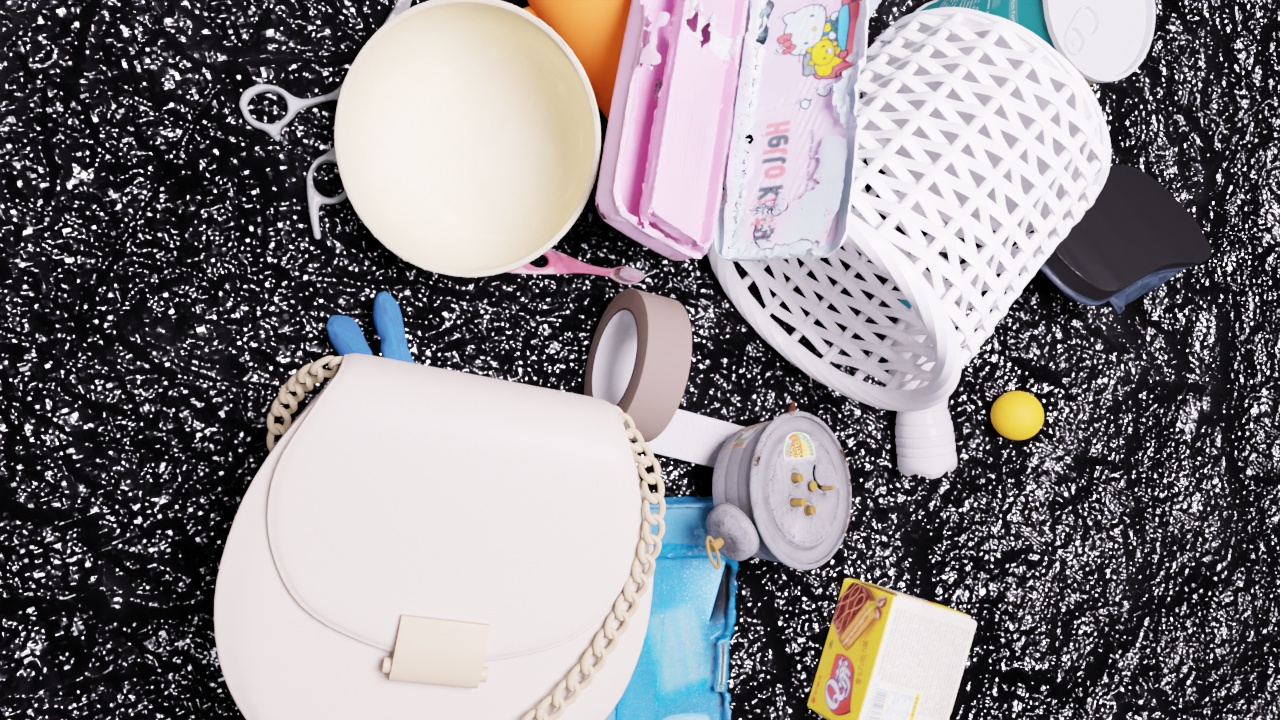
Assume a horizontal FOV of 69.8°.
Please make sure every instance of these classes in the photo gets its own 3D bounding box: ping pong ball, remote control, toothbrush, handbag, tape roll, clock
[{"bbox_3d":[0.306,0.045,0.746,0.040,0.040,0.040,-1,92,-24],"label":"ping pong ball"},{"bbox_3d":[0.061,0.061,0.654,0.130,0.012,0.033,16,83,-23],"label":"remote control"},{"bbox_3d":[-0.059,-0.064,0.595,0.134,0.016,0.021,7,89,-24],"label":"toothbrush"},{"bbox_3d":[-0.103,0.110,0.483,0.210,0.103,0.208,11,90,-16],"label":"handbag"},{"bbox_3d":[-0.003,0.003,0.579,0.030,0.094,0.093,13,86,-24],"label":"tape roll"},{"bbox_3d":[0.088,0.093,0.611,0.147,0.056,0.104,-32,104,-40],"label":"clock"}]

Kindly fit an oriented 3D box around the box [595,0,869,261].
[{"bbox_3d":[0.057,-0.155,0.504,0.111,0.102,0.201,26,65,-39],"label":"box"}]

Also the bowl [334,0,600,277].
[{"bbox_3d":[-0.090,-0.126,0.534,0.151,0.075,0.151,2,100,9],"label":"bowl"}]

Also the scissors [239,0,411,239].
[{"bbox_3d":[-0.163,-0.153,0.548,0.153,0.014,0.131,-26,101,-18],"label":"scissors"}]

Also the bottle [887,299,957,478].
[{"bbox_3d":[0.214,0.020,0.703,0.044,0.044,0.136,-9,95,-23],"label":"bottle"}]

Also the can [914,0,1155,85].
[{"bbox_3d":[0.274,-0.235,0.666,0.099,0.144,0.099,-1,92,-24],"label":"can"}]

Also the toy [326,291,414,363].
[{"bbox_3d":[-0.126,0.045,0.543,0.112,0.071,0.176,-22,101,-10],"label":"toy"}]

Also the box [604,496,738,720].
[{"bbox_3d":[-0.009,0.208,0.605,0.175,0.060,0.231,4,90,-40],"label":"box"}]

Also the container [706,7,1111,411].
[{"bbox_3d":[0.171,-0.096,0.602,0.186,0.190,0.189,-47,108,-17],"label":"container"}]

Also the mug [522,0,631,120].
[{"bbox_3d":[-0.029,-0.202,0.577,0.112,0.077,0.096,-35,106,4],"label":"mug"}]

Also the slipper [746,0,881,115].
[{"bbox_3d":[0.108,-0.245,0.621,0.074,0.104,0.245,43,69,-17],"label":"slipper"}]

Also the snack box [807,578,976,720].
[{"bbox_3d":[0.188,0.227,0.688,0.083,0.061,0.105,21,83,-23],"label":"snack box"}]

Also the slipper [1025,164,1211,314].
[{"bbox_3d":[0.376,-0.089,0.759,0.264,0.084,0.109,-21,70,-39],"label":"slipper"}]
